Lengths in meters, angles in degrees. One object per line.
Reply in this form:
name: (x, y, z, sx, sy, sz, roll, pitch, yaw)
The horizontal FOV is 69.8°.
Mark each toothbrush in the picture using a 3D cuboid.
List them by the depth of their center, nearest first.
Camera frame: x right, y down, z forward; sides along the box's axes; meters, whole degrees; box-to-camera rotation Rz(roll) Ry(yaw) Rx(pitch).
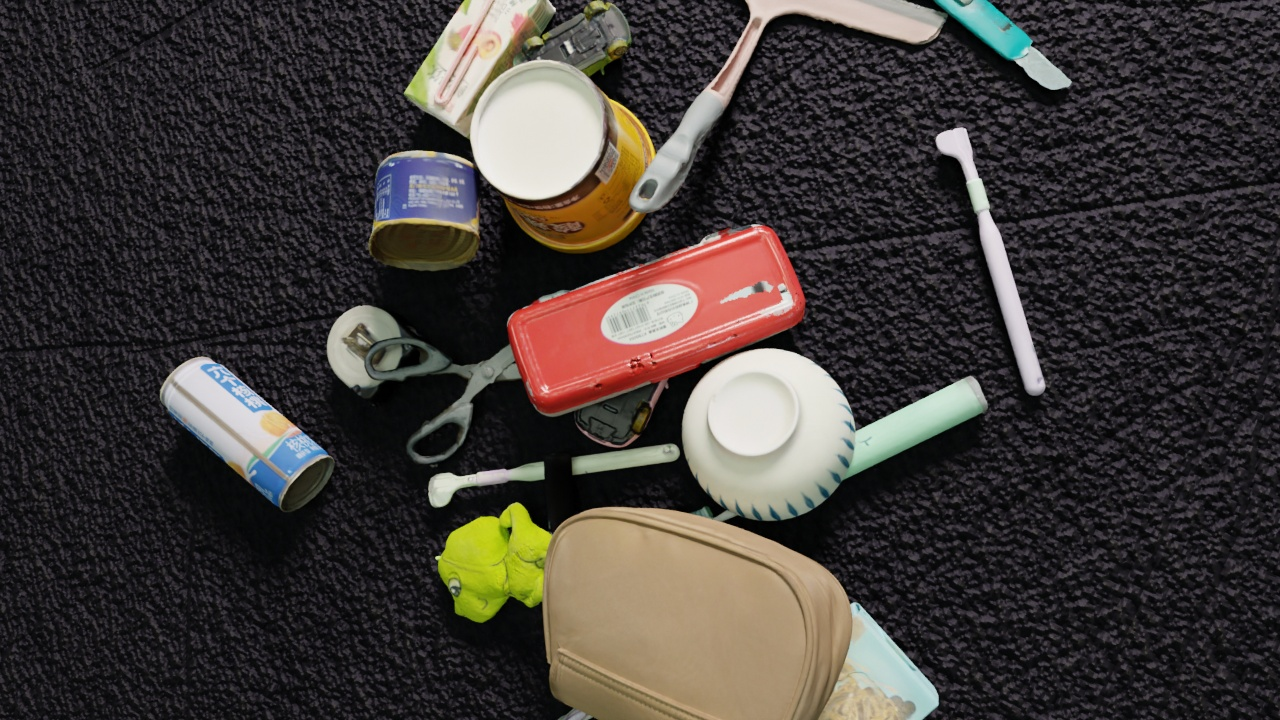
toothbrush: (0.240, -0.067, 0.624, 0.029, 0.021, 0.189, -13, 83, -22)
toothbrush: (0.130, 0.072, 0.631, 0.225, 0.026, 0.027, -28, 65, 8)
toothbrush: (-0.056, 0.262, 0.657, 0.188, 0.017, 0.016, -34, 81, 8)
toothbrush: (-0.064, 0.081, 0.673, 0.190, 0.020, 0.029, -10, 51, 9)

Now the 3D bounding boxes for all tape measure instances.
tape measure: (-0.204, -0.008, 0.700, 0.066, 0.033, 0.066, 39, 92, 11)

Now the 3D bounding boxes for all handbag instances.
handbag: (0.031, 0.174, 0.587, 0.205, 0.099, 0.147, 11, 87, 39)

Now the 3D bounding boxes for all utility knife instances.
utility knife: (0.228, -0.252, 0.643, 0.029, 0.013, 0.186, -43, 79, -6)

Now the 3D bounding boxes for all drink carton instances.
drink carton: (-0.122, -0.235, 0.696, 0.053, 0.045, 0.122, 35, 93, 11)

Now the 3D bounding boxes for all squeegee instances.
squeegee: (0.051, -0.187, 0.636, 0.248, 0.040, 0.249, 24, 65, 11)

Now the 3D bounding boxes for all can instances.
can: (-0.151, -0.101, 0.644, 0.074, 0.148, 0.049, 3, 84, -17)
can: (-0.302, 0.055, 0.705, 0.134, 0.053, 0.053, 36, 93, 12)

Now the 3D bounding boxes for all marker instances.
marker: (-0.055, 0.130, 0.656, 0.022, 0.020, 0.132, -4, 95, -4)

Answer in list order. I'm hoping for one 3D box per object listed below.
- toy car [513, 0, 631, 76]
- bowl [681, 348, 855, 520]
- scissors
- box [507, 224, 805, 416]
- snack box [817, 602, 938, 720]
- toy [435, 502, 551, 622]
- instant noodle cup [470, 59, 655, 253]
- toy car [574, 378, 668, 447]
toy car: (-0.049, -0.229, 0.685, 0.091, 0.036, 0.043, -28, 80, 9)
bowl: (0.080, 0.043, 0.606, 0.117, 0.066, 0.116, -7, 68, 17)
scissors: (-0.118, 0.012, 0.675, 0.177, 0.014, 0.159, 19, 105, -8)
box: (0.010, -0.030, 0.632, 0.201, 0.047, 0.086, -20, 76, -4)
snack box: (0.106, 0.247, 0.608, 0.175, 0.051, 0.074, -44, 79, 5)
toy: (-0.105, 0.146, 0.661, 0.100, 0.031, 0.097, 10, 98, 28)
instant noodle cup: (-0.055, -0.143, 0.640, 0.118, 0.114, 0.118, -1, 86, 10)
toy car: (-0.004, 0.004, 0.659, 0.056, 0.037, 0.122, 26, 79, 5)
